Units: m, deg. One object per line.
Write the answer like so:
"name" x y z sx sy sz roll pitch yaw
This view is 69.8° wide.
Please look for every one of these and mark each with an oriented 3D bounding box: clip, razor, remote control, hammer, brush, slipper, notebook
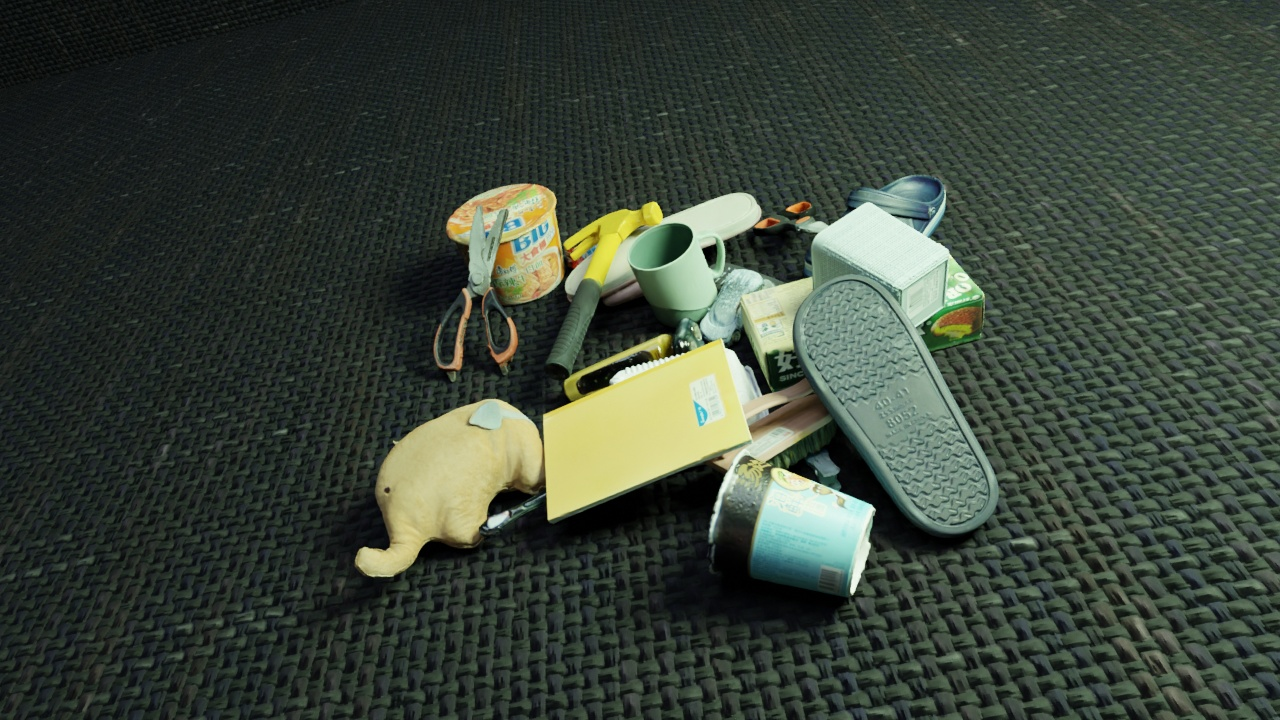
"clip" 0.174 0.101 0.875 0.024 0.028 0.057 -15 28 -2
"razor" -0.093 0.135 0.900 0.142 0.022 0.042 -23 57 -21
"remote control" 0.132 -0.087 1.123 0.053 0.024 0.136 -41 45 -24
"hammer" -0.061 -0.089 1.120 0.129 0.033 0.299 -13 38 27
"brush" 0.131 0.066 0.884 0.145 0.073 0.063 -29 21 -18
"razor" -0.006 0.006 1.031 0.167 0.062 0.067 -21 3 1
"slipper" 0.031 -0.136 1.193 0.274 0.054 0.114 -26 34 3
"slipper" 0.297 -0.170 1.119 0.105 0.095 0.252 19 46 40
"slipper" 0.228 0.046 0.855 0.110 0.083 0.268 -25 67 -2
"notebook" -0.002 0.065 0.888 0.206 0.010 0.145 -24 40 12

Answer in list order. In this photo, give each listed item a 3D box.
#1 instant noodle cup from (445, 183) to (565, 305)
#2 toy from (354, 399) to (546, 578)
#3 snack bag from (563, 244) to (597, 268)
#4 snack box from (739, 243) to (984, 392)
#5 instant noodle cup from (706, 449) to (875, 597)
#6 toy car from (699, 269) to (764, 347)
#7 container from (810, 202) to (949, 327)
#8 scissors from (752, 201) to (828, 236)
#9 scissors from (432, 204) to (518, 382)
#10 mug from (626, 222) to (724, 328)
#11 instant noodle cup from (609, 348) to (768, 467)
"instant noodle cup" -0.173 -0.153 1.239 0.151 0.111 0.151 -10 38 7
"toy" -0.199 0.126 0.918 0.225 0.083 0.143 -38 58 -26
"snack bag" -0.053 -0.154 1.271 0.104 0.026 0.048 -17 49 -2
"snack box" 0.239 -0.049 1.008 0.240 0.063 0.114 -15 38 0
"instant noodle cup" 0.131 0.143 0.776 0.120 0.111 0.111 13 45 21
"toy car" 0.106 -0.063 1.078 0.049 0.031 0.105 15 67 37
"container" 0.246 -0.088 0.933 0.089 0.090 0.111 -33 47 -19
"scissors" 0.188 -0.160 1.139 0.125 0.022 0.234 -21 16 18
"scissors" -0.193 -0.080 1.131 0.197 0.015 0.214 -40 75 4
"mug" 0.053 -0.105 1.094 0.111 0.106 0.082 -32 41 -4
"instant noodle cup" 0.042 0.046 0.959 0.173 0.060 0.137 -15 38 2
